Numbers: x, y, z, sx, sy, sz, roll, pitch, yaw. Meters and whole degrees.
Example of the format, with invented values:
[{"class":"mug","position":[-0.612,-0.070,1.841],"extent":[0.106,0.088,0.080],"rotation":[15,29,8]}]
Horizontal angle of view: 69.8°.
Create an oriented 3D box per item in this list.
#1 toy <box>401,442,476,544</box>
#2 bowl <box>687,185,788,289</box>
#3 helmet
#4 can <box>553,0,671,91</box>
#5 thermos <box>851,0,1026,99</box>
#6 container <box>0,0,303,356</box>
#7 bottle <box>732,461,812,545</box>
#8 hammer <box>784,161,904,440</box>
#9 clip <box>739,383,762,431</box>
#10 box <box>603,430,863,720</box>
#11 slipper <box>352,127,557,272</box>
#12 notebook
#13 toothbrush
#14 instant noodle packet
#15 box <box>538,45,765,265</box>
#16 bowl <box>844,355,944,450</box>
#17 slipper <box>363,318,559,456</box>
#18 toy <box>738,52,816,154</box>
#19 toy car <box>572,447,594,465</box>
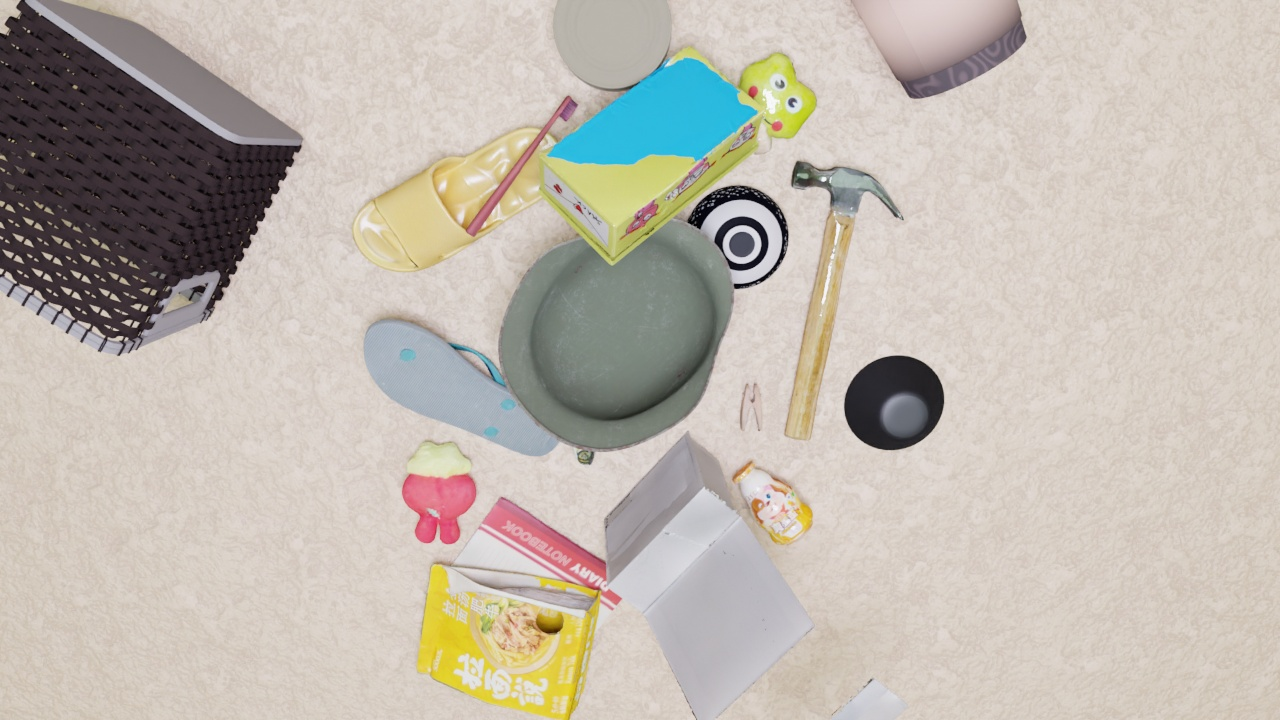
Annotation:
[{"class":"toy","position":[-0.251,0.167,1.147],"extent":[0.091,0.045,0.135],"rotation":[-1,101,-3]},{"class":"bowl","position":[0.112,-0.137,1.050],"extent":[0.120,0.066,0.120],"rotation":[0,106,0]},{"class":"helmet","position":[-0.016,-0.040,1.031],"extent":[0.268,0.153,0.227],"rotation":[-44,92,10]},{"class":"can","position":[-0.029,-0.356,0.985],"extent":[0.128,0.073,0.128],"rotation":[0,106,0]},{"class":"thermos","position":[0.285,-0.400,0.931],"extent":[0.173,0.172,0.226],"rotation":[-30,110,8]},{"class":"container","position":[-0.534,-0.193,0.948],"extent":[0.245,0.247,0.244],"rotation":[35,99,-9]},{"class":"bottle","position":[0.163,0.177,1.142],"extent":[0.063,0.063,0.109],"rotation":[-43,87,11]},{"class":"hammer","position":[0.219,-0.062,1.091],"extent":[0.132,0.033,0.331],"rotation":[7,106,-3]},{"class":"clip","position":[0.129,0.059,1.129],"extent":[0.045,0.025,0.061],"rotation":[-8,98,1]},{"class":"box","position":[0.064,0.245,0.990],"extent":[0.108,0.418,0.166],"rotation":[36,104,-27]},{"class":"slipper","position":[-0.205,-0.177,1.035],"extent":[0.263,0.078,0.099],"rotation":[-27,104,5]},{"class":"notebook","position":[-0.135,0.289,1.198],"extent":[0.208,0.012,0.153],"rotation":[34,105,-8]},{"class":"toothbrush","position":[-0.130,-0.213,1.008],"extent":[0.016,0.016,0.189],"rotation":[38,84,-22]},{"class":"instant noodle packet","position":[-0.174,0.357,1.178],"extent":[0.221,0.084,0.163],"rotation":[11,105,4]},{"class":"box","position":[0.013,-0.217,0.956],"extent":[0.124,0.079,0.220],"rotation":[43,70,13]},{"class":"bowl","position":[0.314,0.060,1.112],"extent":[0.124,0.052,0.124],"rotation":[0,106,0]},{"class":"slipper","position":[-0.217,0.036,1.115],"extent":[0.268,0.054,0.098],"rotation":[33,106,-20]},{"class":"toy","position":[0.133,-0.277,1.023],"extent":[0.118,0.043,0.092],"rotation":[-37,103,11]},{"class":"toy car","position":[-0.078,0.077,1.121],"extent":[0.033,0.048,0.105],"rotation":[-9,105,7]}]
